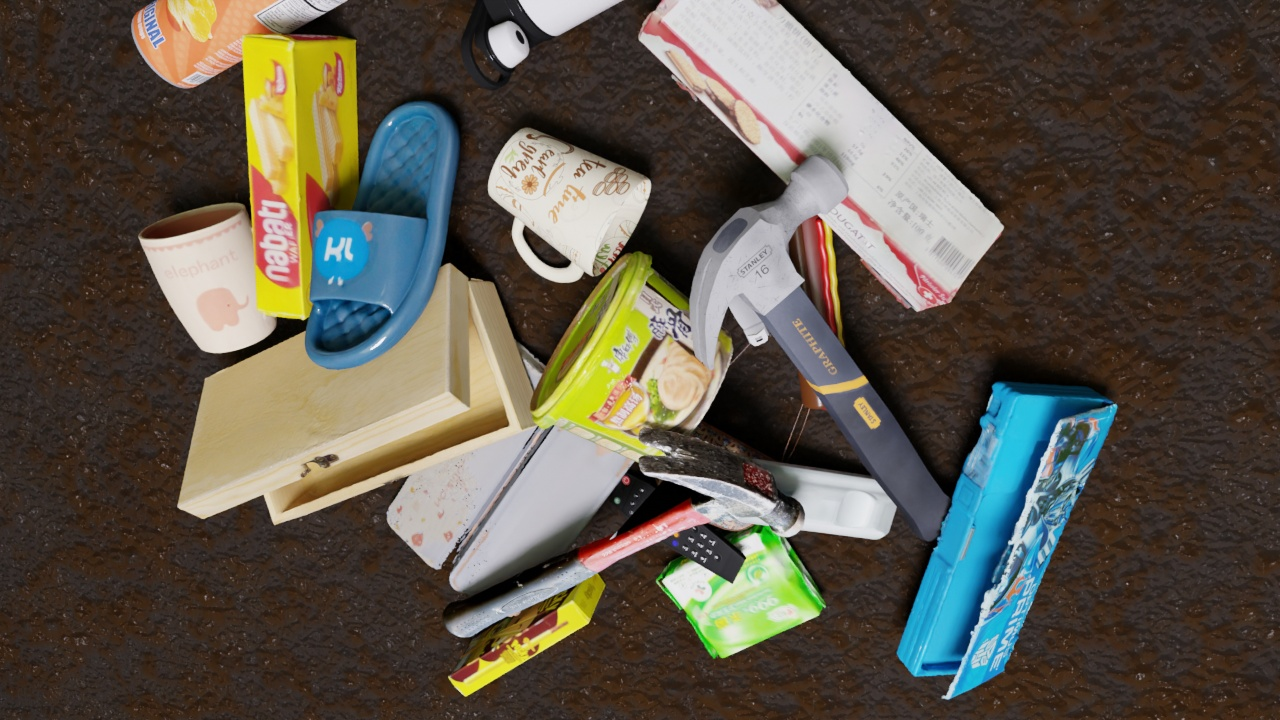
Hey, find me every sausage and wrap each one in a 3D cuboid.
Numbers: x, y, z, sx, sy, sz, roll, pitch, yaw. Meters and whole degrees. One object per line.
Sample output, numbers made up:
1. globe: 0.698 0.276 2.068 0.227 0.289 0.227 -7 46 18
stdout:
1. sausage: 0.127 -0.039 0.665 0.040 0.040 0.155 -7 99 14

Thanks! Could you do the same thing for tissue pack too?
1. tissue pack: 0.084 0.189 0.767 0.114 0.034 0.099 -31 102 21

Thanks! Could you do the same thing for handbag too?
1. handbag: 0.088 0.037 0.720 0.093 0.043 0.196 28 103 4

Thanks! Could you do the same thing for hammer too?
1. hammer: -0.045 0.148 0.702 0.327 0.036 0.140 -32 130 31
2. hammer: 0.149 0.020 0.642 0.139 0.035 0.312 -41 118 0

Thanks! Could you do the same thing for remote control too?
1. remote control: 0.030 0.135 0.749 0.125 0.010 0.039 32 112 22
2. remote control: 0.137 0.109 0.707 0.133 0.022 0.050 10 102 -15

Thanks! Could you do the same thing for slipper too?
1. slipper: -0.188 -0.095 0.662 0.104 0.059 0.213 10 78 28

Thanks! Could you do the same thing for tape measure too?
1. tape measure: 0.076 -0.047 0.670 0.017 0.064 0.065 -25 98 18

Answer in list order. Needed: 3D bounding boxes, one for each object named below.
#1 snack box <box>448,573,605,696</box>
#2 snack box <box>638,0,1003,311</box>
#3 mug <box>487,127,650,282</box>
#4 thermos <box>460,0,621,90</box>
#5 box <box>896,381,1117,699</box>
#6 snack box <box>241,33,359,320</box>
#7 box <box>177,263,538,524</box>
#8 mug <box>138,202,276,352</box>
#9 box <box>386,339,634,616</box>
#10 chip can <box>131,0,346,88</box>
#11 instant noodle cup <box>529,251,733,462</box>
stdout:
1. snack box: -0.099 0.237 0.806 0.149 0.061 0.025 -36 98 20
2. snack box: 0.122 -0.152 0.621 0.273 0.044 0.076 42 74 -6
3. mug: -0.060 -0.108 0.683 0.097 0.080 0.122 31 139 7
4. thermos: -0.012 -0.259 0.584 0.230 0.101 0.068 -19 140 27
5. box: 0.275 0.138 0.679 0.090 0.066 0.244 4 112 -20
6. snack box: -0.251 -0.139 0.689 0.042 0.092 0.201 9 110 8
7. box: -0.223 0.031 0.717 0.249 0.148 0.140 -22 75 18
8. mug: -0.327 -0.069 0.742 0.111 0.085 0.104 -17 117 -14
9. box: -0.112 0.103 0.775 0.157 0.063 0.217 39 112 8
10. chip can: -0.264 -0.270 0.662 0.211 0.062 0.062 -21 104 17
11. instant noodle cup: -0.004 0.004 0.667 0.098 0.146 0.146 32 112 -12
